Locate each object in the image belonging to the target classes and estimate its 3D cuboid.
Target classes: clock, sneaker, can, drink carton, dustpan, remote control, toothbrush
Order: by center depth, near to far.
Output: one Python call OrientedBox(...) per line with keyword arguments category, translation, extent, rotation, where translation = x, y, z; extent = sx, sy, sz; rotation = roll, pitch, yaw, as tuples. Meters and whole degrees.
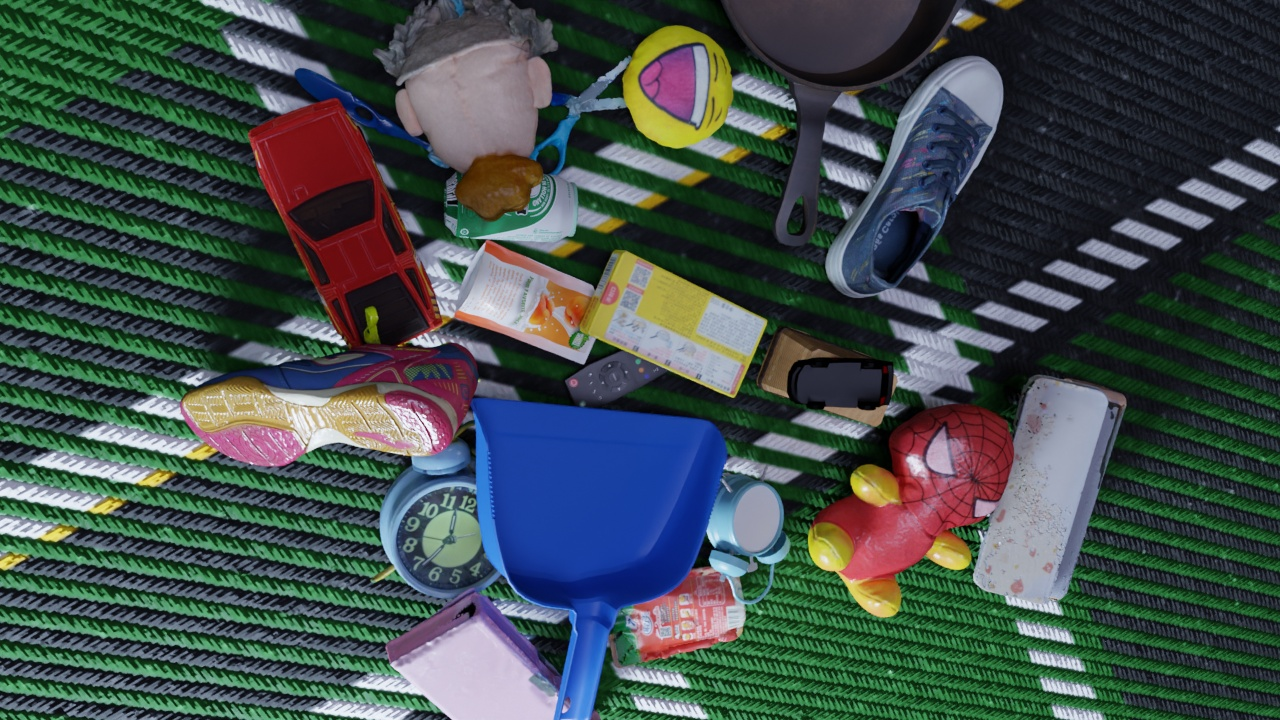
OrientedBox(category="sneaker", translation=(-0.230, 0.027, 0.688), extent=(0.242, 0.090, 0.116), rotation=(-2, 134, 20))
OrientedBox(category="toothbrush", translation=(-0.202, -0.184, 0.702), extent=(0.132, 0.016, 0.021), rotation=(28, 122, -19))
OrientedBox(category="can", translation=(-0.103, -0.121, 0.723), extent=(0.101, 0.053, 0.053), rotation=(0, 102, -15))
OrientedBox(category="dustpan", translation=(-0.045, 0.171, 0.759), extent=(0.245, 0.059, 0.258), rotation=(8, 98, -36))
OrientedBox(category="drink carton", translation=(-0.085, -0.046, 0.760), extent=(0.122, 0.039, 0.069), rotation=(22, 97, -25))
OrientedBox(category="clock", translation=(-0.150, 0.124, 0.764), extent=(0.118, 0.060, 0.162), rotation=(21, 94, -17))
OrientedBox(category="sneaker", translation=(0.252, -0.155, 0.798), extent=(0.087, 0.079, 0.235), rotation=(29, 94, -19))
OrientedBox(category="remote control", translation=(-0.005, 0.005, 0.801), extent=(0.124, 0.010, 0.039), rotation=(-25, 108, -8))
OrientedBox(category="clock", translation=(0.097, 0.162, 0.839), extent=(0.087, 0.042, 0.123), rotation=(-10, 96, -36))

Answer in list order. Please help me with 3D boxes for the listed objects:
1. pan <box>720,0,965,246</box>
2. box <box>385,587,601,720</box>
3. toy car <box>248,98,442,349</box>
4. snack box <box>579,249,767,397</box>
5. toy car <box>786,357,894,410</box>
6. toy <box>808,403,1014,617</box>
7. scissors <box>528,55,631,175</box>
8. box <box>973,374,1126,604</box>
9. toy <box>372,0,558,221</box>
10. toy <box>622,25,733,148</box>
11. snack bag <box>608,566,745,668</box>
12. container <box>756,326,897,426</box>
OrientedBox(category="pan", translation=(0.150, -0.274, 0.761), extent=(0.248, 0.043, 0.356), rotation=(5, 101, -16))
OrientedBox(category="box", translation=(-0.117, 0.287, 0.793), extent=(0.098, 0.046, 0.233), rotation=(-30, 126, 5))
OrientedBox(category="toy car", translation=(-0.221, -0.097, 0.697), extent=(0.081, 0.056, 0.189), rotation=(-24, 107, -10))
OrientedBox(category="snack box", translation=(0.030, -0.030, 0.780), extent=(0.152, 0.025, 0.075), rotation=(24, 90, -24))
OrientedBox(category="toy car", translation=(0.167, 0.018, 0.771), extent=(0.091, 0.036, 0.042), rotation=(1, 100, -5))
OrientedBox(category="toy", translation=(0.255, 0.127, 0.854), extent=(0.216, 0.099, 0.147), rotation=(-46, 120, 0))
OrientedBox(category="scissors", translation=(-0.057, -0.214, 0.736), extent=(0.133, 0.015, 0.103), rotation=(-41, 108, -4))
OrientedBox(category="box", translation=(0.400, 0.123, 0.903), extent=(0.095, 0.107, 0.216), rotation=(16, 99, 19))
OrientedBox(category="toy", translation=(-0.117, -0.188, 0.679), extent=(0.133, 0.076, 0.176), rotation=(-12, 86, 16))
OrientedBox(category="toy", translation=(0.031, -0.221, 0.743), extent=(0.094, 0.041, 0.095), rotation=(0, 101, -17))
OrientedBox(category="snack bag", translation=(0.019, 0.237, 0.849), extent=(0.155, 0.044, 0.087), rotation=(-9, 99, -9))
OrientedBox(category="container", translation=(0.172, 0.018, 0.825), extent=(0.114, 0.061, 0.063), rotation=(18, 97, -18))
